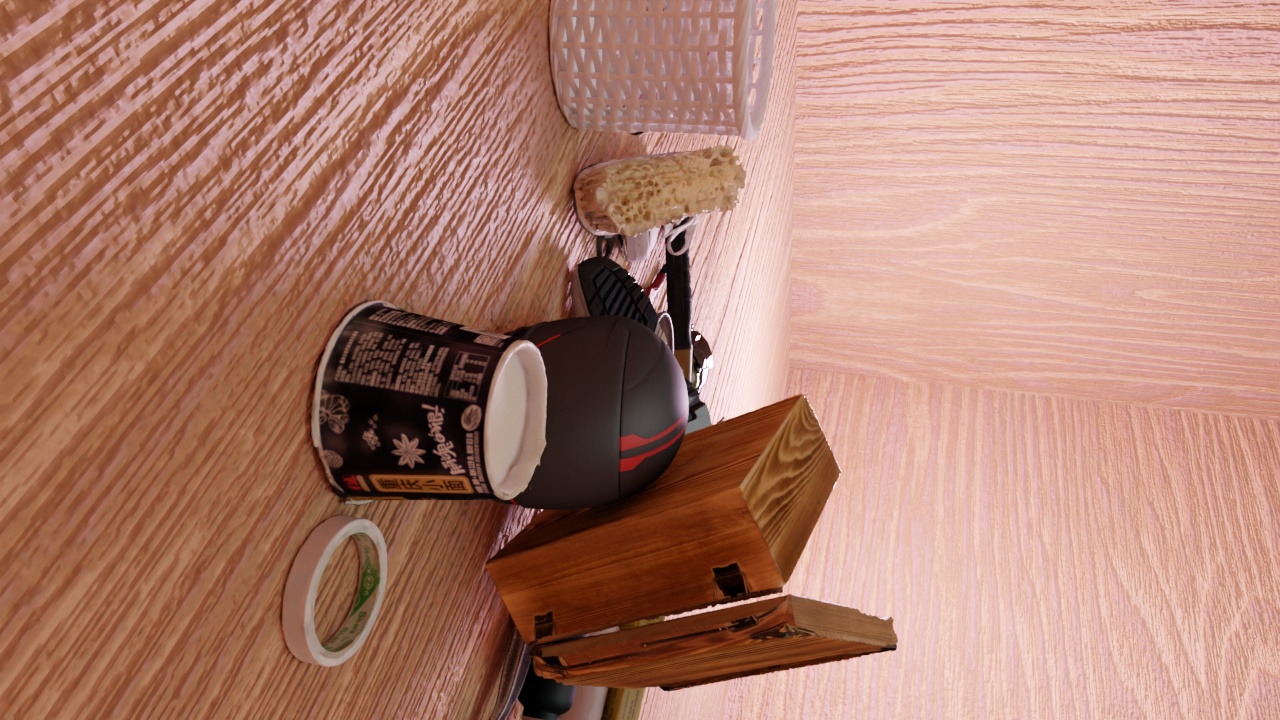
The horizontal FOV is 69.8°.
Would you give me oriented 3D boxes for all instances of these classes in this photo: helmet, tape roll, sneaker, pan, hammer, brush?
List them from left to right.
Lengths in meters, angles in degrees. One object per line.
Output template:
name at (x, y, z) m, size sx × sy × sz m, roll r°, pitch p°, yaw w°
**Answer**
tape roll at (-0.193, 0.146, 0.586) m, size 0.093 × 0.018 × 0.094 m, roll 7°, pitch 89°, yaw -77°
pan at (-0.138, 0.357, 0.837) m, size 0.355 × 0.055 × 0.188 m, roll -87°, pitch 173°, yaw -45°
helmet at (-0.044, 0.046, 0.824) m, size 0.264 × 0.170 × 0.164 m, roll -51°, pitch 144°, yaw -66°
sneaker at (-0.027, 0.008, 1.031) m, size 0.088 × 0.125 × 0.240 m, roll -35°, pitch 96°, yaw -39°
brush at (0.027, -0.195, 1.045) m, size 0.270 × 0.057 × 0.083 m, roll -21°, pitch 108°, yaw -48°
sneaker at (0.034, -0.196, 1.169) m, size 0.240 × 0.088 × 0.118 m, roll -71°, pitch 161°, yaw -55°
hammer at (0.055, -0.043, 1.277) m, size 0.025 × 0.118 × 0.333 m, roll -9°, pitch 98°, yaw -79°

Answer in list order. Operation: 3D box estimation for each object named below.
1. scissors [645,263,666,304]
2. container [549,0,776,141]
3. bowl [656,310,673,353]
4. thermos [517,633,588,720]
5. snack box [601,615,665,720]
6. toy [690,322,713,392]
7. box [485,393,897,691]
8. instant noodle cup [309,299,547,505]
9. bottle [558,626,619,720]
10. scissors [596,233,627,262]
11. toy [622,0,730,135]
scissors at (0.017, -0.075, 1.330) m, size 0.179 × 0.015 × 0.194 m, roll 75°, pitch 26°, yaw -55°
container at (0.028, -0.319, 0.909) m, size 0.189 × 0.187 × 0.189 m, roll 7°, pitch 89°, yaw -76°
bowl at (-0.007, 0.007, 1.163) m, size 0.145 × 0.067 × 0.145 m, roll 7°, pitch 89°, yaw -76°
thermos at (-0.090, 0.309, 0.978) m, size 0.061 × 0.061 × 0.230 m, roll 68°, pitch 31°, yaw -62°
snack box at (-0.025, 0.393, 1.190) m, size 0.122 × 0.045 × 0.180 m, roll -30°, pitch -140°, yaw 55°
toy at (0.067, 0.012, 1.419) m, size 0.152 × 0.078 × 0.179 m, roll -57°, pitch 150°, yaw -70°
box at (0.055, 0.225, 0.866) m, size 0.268 × 0.280 × 0.263 m, roll -34°, pitch 102°, yaw -61°
instant noodle cup at (-0.128, 0.033, 0.598) m, size 0.137 × 0.112 × 0.137 m, roll 6°, pitch 89°, yaw -75°
bottle at (-0.058, 0.369, 1.153) m, size 0.052 × 0.052 × 0.194 m, roll 73°, pitch 27°, yaw -58°
scissors at (-0.031, -0.163, 1.106) m, size 0.168 × 0.012 × 0.158 m, roll -71°, pitch 164°, yaw -50°
toy at (0.031, -0.374, 1.060) m, size 0.084 × 0.159 × 0.194 m, roll 5°, pitch 72°, yaw -52°
